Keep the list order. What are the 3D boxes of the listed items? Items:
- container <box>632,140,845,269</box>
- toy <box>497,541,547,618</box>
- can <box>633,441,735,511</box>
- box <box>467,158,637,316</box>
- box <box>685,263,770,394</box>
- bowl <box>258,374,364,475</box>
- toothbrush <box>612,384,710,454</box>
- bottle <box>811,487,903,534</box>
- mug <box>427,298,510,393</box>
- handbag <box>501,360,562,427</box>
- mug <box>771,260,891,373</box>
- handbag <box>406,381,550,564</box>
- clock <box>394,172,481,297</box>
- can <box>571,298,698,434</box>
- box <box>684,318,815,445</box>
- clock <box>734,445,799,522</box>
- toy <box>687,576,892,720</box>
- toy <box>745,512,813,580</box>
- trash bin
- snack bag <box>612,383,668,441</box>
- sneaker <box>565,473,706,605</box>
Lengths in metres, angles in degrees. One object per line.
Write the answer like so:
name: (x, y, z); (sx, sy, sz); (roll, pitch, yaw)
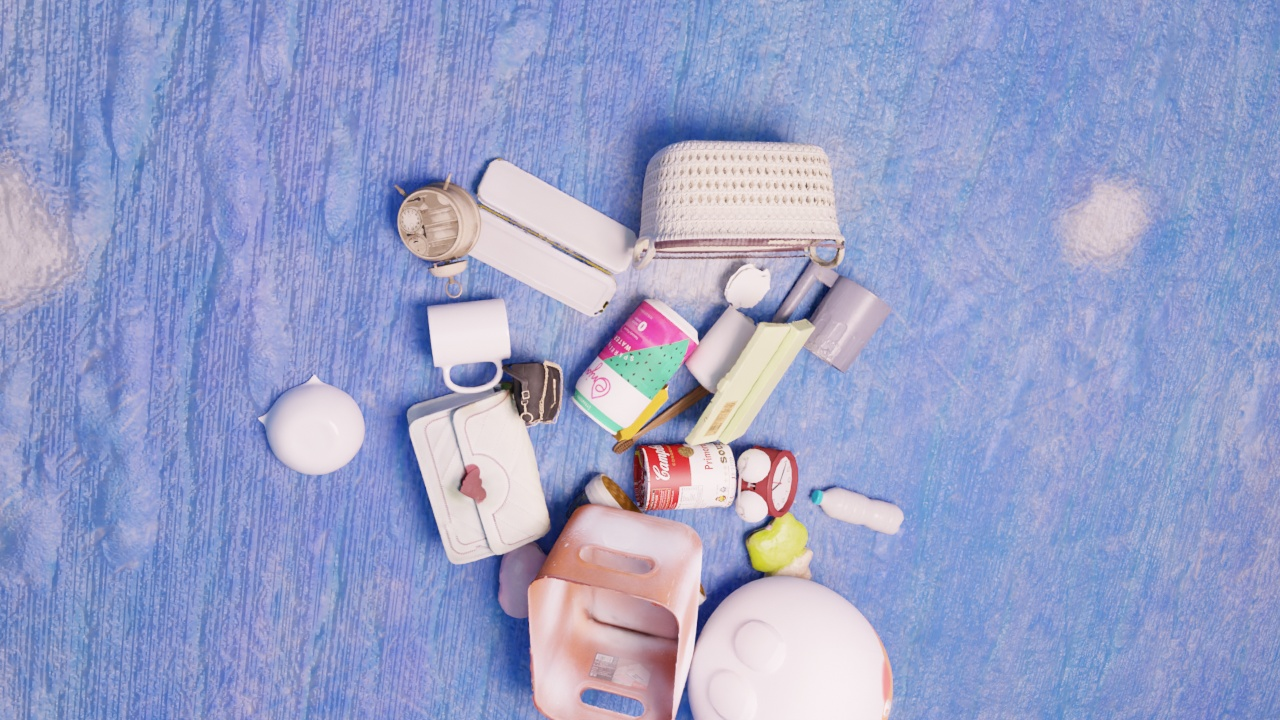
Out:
container: (0.115, -0.181, 1.100); (0.251, 0.185, 0.143); (-2, 94, -12)
toy: (-0.137, 0.287, 1.209); (0.105, 0.053, 0.108); (5, 101, -25)
can: (0.057, 0.152, 1.204); (0.116, 0.086, 0.087); (-1, 102, -13)
box: (-0.113, -0.148, 1.126); (0.209, 0.045, 0.128); (27, 92, -16)
box: (0.127, -0.039, 1.178); (0.084, 0.094, 0.165); (31, 104, -38)
bowl: (-0.392, 0.088, 1.103); (0.114, 0.050, 0.115); (-3, 103, -13)
toothbrush: (0.034, 0.075, 1.219); (0.166, 0.016, 0.016); (-35, 109, -5)
bottle: (0.305, 0.210, 1.297); (0.136, 0.044, 0.044); (18, 97, -16)
mug: (-0.205, -0.016, 1.109); (0.090, 0.074, 0.110); (-7, 95, -12)
handbag: (-0.128, 0.041, 1.121); (0.054, 0.128, 0.079); (-2, 86, 9)
mug: (0.250, -0.059, 1.214); (0.124, 0.083, 0.104); (35, 95, 6)
handbag: (-0.197, 0.139, 1.137); (0.142, 0.096, 0.198); (-17, 104, -10)
clock: (-0.234, -0.142, 1.070); (0.093, 0.054, 0.141); (-8, 102, 16)
can: (-0.007, 0.007, 1.156); (0.088, 0.088, 0.166); (39, 91, -18)
box: (0.140, 0.029, 1.159); (0.030, 0.138, 0.187); (41, 114, 24)
clock: (0.165, 0.163, 1.220); (0.137, 0.048, 0.096); (-3, 97, -55)
toy: (0.209, 0.428, 1.213); (0.280, 0.266, 0.262); (30, 88, -41)
toy: (0.201, 0.273, 1.289); (0.092, 0.043, 0.118); (-35, 110, -6)
trash bin: (-0.025, 0.320, 1.132); (0.182, 0.157, 0.260); (10, 124, 13)
snack bag: (0.002, 0.068, 1.205); (0.099, 0.026, 0.020); (-47, 114, -1)
sneaker: (-0.006, 0.256, 1.218); (0.079, 0.087, 0.235); (-39, 107, 9)
